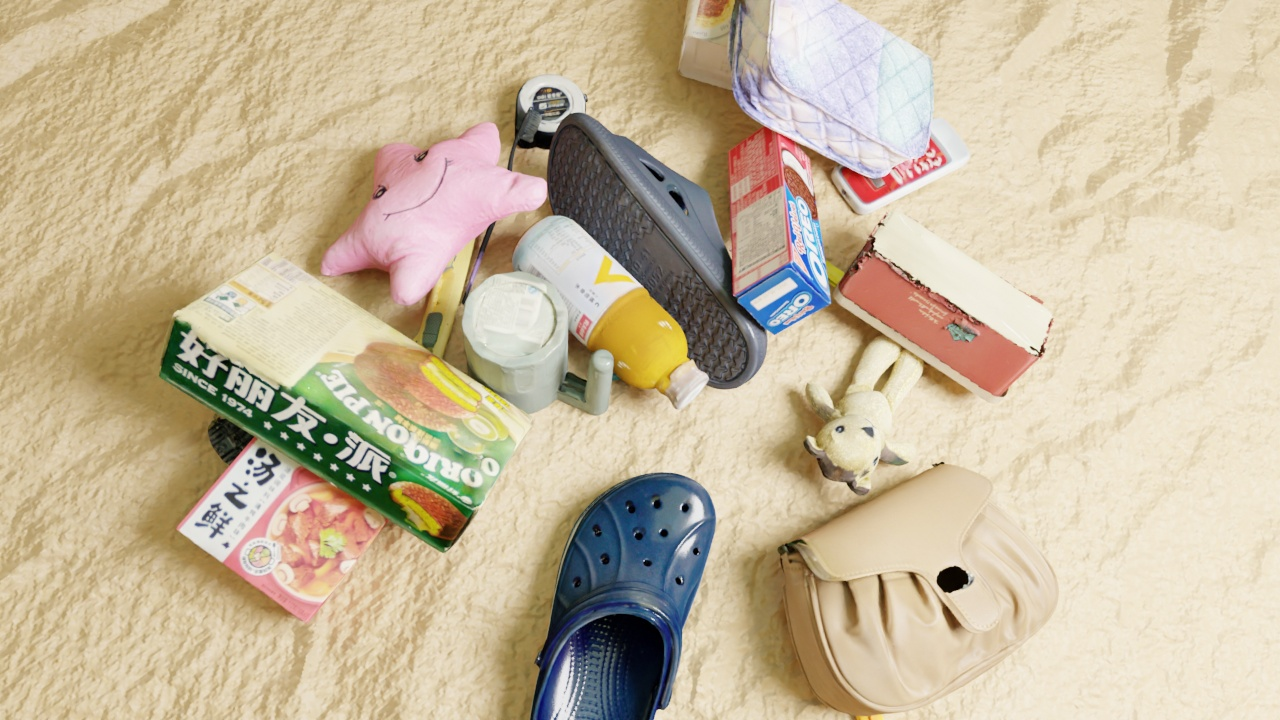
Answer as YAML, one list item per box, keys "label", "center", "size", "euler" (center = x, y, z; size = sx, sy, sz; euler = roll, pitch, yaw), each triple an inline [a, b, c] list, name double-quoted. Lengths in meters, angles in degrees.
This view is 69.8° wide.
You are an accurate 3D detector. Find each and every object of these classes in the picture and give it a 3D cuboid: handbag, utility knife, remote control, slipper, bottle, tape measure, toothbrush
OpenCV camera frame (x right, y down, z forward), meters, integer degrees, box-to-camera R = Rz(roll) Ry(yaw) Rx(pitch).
- label: "handbag"
  center: [0.207, 0.168, 0.681]
  size: [0.204, 0.100, 0.147]
  euler: [-22, 72, -23]
- label: "utility knife"
  center: [-0.168, -0.052, 0.777]
  size: [0.031, 0.018, 0.151]
  euler: [9, 63, 3]
- label: "handbag"
  center: [0.166, -0.249, 0.801]
  size: [0.193, 0.076, 0.134]
  euler: [19, 68, -29]
- label: "remote control"
  center: [0.248, -0.186, 0.870]
  size: [0.135, 0.020, 0.056]
  euler: [-27, 73, -15]
- label: "slipper"
  center: [0.021, -0.096, 0.777]
  size: [0.083, 0.111, 0.268]
  euler: [-30, 77, -42]
- label: "bottle"
  center: [-0.023, -0.038, 0.743]
  size: [0.068, 0.068, 0.189]
  euler: [-40, 74, -19]
- label: "slipper"
  center: [-0.019, 0.191, 0.655]
  size: [0.105, 0.095, 0.252]
  euler: [20, 71, -1]
- label: "tape measure"
  center: [-0.082, -0.227, 0.844]
  size: [0.065, 0.034, 0.066]
  euler: [4, 71, -5]
- label: "toothbrush"
  center: [-0.121, -0.135, 0.797]
  size: [0.016, 0.014, 0.189]
  euler: [20, 79, -14]

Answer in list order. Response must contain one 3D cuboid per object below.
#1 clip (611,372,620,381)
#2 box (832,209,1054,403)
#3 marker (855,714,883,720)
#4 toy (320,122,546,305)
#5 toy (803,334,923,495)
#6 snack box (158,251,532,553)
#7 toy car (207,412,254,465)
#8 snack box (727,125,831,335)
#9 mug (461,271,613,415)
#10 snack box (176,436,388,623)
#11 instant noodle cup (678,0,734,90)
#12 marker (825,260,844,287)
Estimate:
- label: "clip"
  center: [-0.004, 0.002, 0.772]
  size: [0.055, 0.013, 0.038]
  euler: [-6, 69, -6]
- label: "box"
  center: [0.259, -0.054, 0.772]
  size: [0.168, 0.079, 0.091]
  euler: [35, 44, 6]
- label: "marker"
  center: [0.163, 0.246, 0.693]
  size: [0.018, 0.015, 0.123]
  euler: [-16, 69, -19]
- label: "toy"
  center: [-0.187, -0.129, 0.770]
  size: [0.194, 0.074, 0.178]
  euler: [-39, 53, -6]
- label: "toy"
  center: [0.189, 0.038, 0.751]
  size: [0.105, 0.066, 0.156]
  euler: [37, 53, 2]
- label: "snack box"
  center: [-0.206, 0.026, 0.666]
  size: [0.240, 0.063, 0.114]
  euler: [33, 33, -5]
- label: "toy car"
  center: [-0.281, 0.042, 0.714]
  size: [0.105, 0.031, 0.049]
  euler: [-34, 90, -16]
- label: "snack box"
  center: [0.110, -0.114, 0.759]
  size: [0.057, 0.058, 0.207]
  euler: [41, 34, -31]
- label: "mug"
  center: [-0.079, -0.004, 0.718]
  size: [0.124, 0.103, 0.083]
  euler: [23, 67, 4]
- label: "snack box"
  center: [-0.246, 0.105, 0.671]
  size: [0.113, 0.044, 0.127]
  euler: [37, 75, -4]
- label: "instant noodle cup"
  center: [0.090, -0.331, 0.868]
  size: [0.116, 0.117, 0.124]
  euler: [17, 80, 1]
- label: "marker"
  center: [0.210, -0.048, 0.814]
  size: [0.124, 0.015, 0.018]
  euler: [36, 31, 6]
